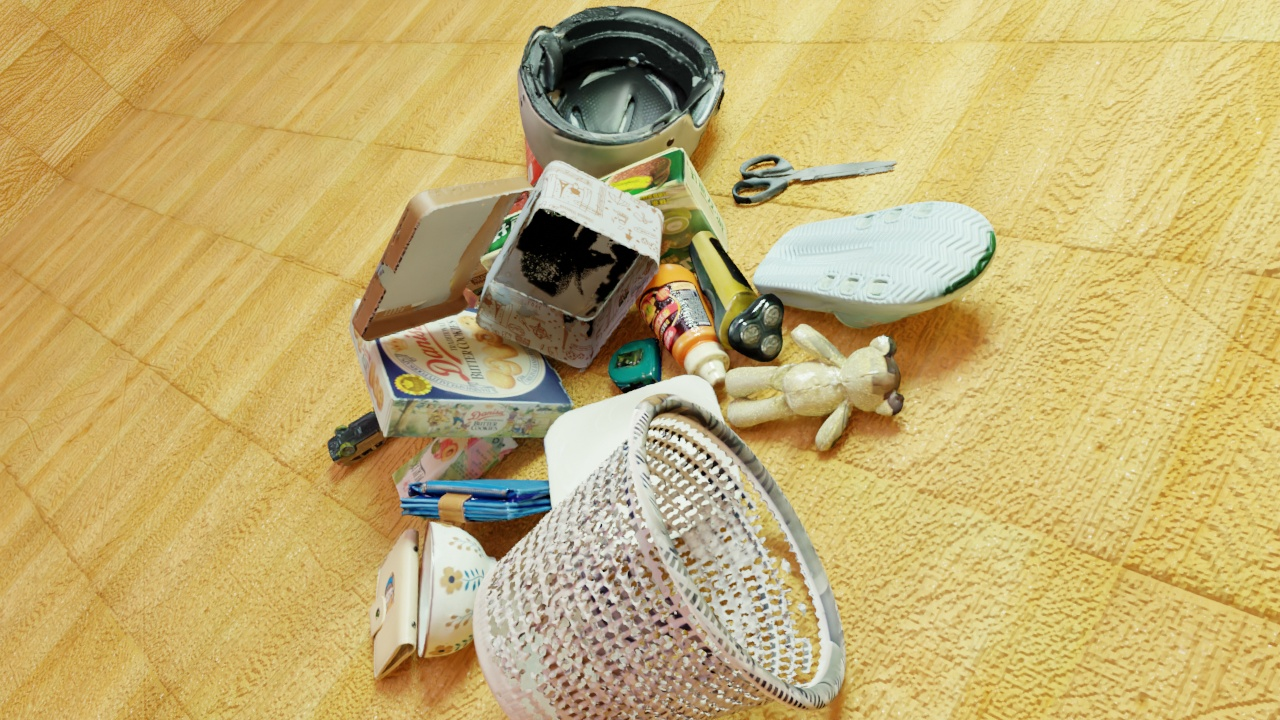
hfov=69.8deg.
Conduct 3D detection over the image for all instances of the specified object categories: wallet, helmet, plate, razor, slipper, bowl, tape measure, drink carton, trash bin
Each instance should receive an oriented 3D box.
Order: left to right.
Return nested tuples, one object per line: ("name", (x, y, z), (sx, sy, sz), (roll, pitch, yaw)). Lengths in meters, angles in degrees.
("wallet", (-0.226, 0.224, 0.838), (0.087, 0.024, 0.115), (-52, 36, 36))
("drink carton", (-0.186, 0.101, 0.923), (0.122, 0.045, 0.053), (-40, 38, -3))
("bowl", (-0.157, 0.197, 0.794), (0.062, 0.114, 0.113), (3, 42, -17))
("wallet", (-0.136, 0.126, 0.835), (0.133, 0.106, 0.040), (-4, 87, 32))
("helmet", (-0.028, -0.279, 1.053), (0.230, 0.157, 0.273), (14, 44, 2))
("tape measure", (-0.005, 0.005, 0.898), (0.055, 0.025, 0.058), (-17, 46, 20))
("trash bin", (0.000, 0.166, 0.637), (0.192, 0.227, 0.227), (-35, 41, 22))
("plate", (0.002, 0.097, 0.793), (0.164, 0.034, 0.164), (-18, 47, 6))
("razor", (0.085, -0.067, 0.855), (0.068, 0.062, 0.167), (-49, 38, 24))
("slipper", (0.196, -0.073, 0.799), (0.246, 0.074, 0.104), (7, 59, 57))

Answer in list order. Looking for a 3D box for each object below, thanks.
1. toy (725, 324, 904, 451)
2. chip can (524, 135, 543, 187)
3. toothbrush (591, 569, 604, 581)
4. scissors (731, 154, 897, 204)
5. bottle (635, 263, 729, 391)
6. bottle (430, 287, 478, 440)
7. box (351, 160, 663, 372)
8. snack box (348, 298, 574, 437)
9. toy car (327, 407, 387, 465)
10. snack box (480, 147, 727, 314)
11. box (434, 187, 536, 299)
("toy", (0.140, 0.024, 0.764), (0.158, 0.066, 0.105), (-10, 82, 32))
("chip can", (-0.114, -0.271, 1.176), (0.073, 0.073, 0.216), (-24, 44, 15))
("toothbrush", (-0.038, 0.201, 0.759), (0.014, 0.016, 0.189), (-21, 45, 29))
("scissors", (0.174, -0.186, 0.954), (0.135, 0.014, 0.175), (-42, 45, -6))
("bottle", (0.045, -0.028, 0.870), (0.067, 0.067, 0.149), (-32, 49, 6))
("bottle", (-0.212, 0.002, 1.016), (0.060, 0.060, 0.205), (-22, 46, 17))
("box", (-0.120, -0.091, 0.861), (0.179, 0.273, 0.126), (-51, 48, 41))
("snack box", (-0.181, 0.007, 0.914), (0.178, 0.182, 0.046), (53, 131, 47))
("toy car", (-0.306, 0.082, 1.030), (0.090, 0.035, 0.042), (-34, 44, -4))
("snack box", (-0.039, -0.125, 0.967), (0.240, 0.114, 0.063), (-19, 45, 21))
("box", (-0.172, -0.141, 1.088), (0.169, 0.091, 0.079), (-17, 50, 21))
